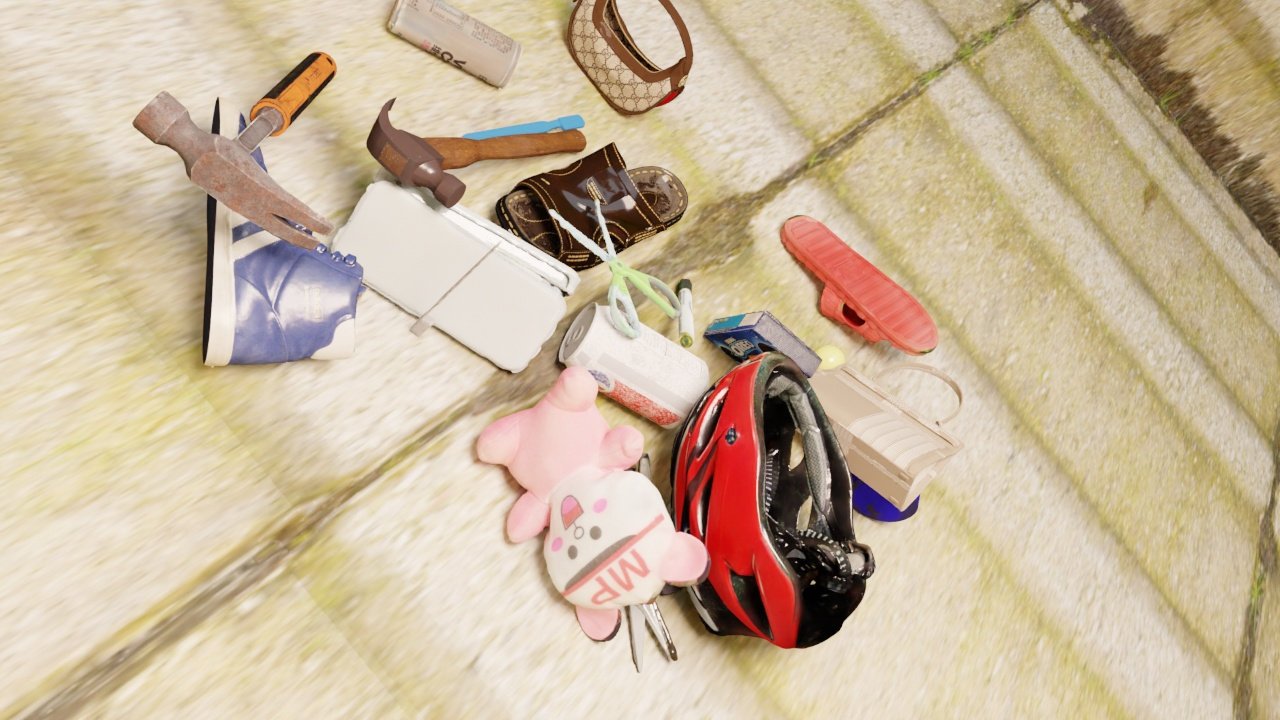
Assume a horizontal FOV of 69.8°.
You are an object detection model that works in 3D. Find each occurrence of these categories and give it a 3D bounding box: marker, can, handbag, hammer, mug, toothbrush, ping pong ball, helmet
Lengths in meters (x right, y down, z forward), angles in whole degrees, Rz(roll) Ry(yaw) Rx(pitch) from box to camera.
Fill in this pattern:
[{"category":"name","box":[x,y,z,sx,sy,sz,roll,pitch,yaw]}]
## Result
[{"category":"marker","box":[0.048,-0.052,0.977,0.017,0.017,0.146,35,24,-16]},{"category":"can","box":[-0.197,-0.345,0.978,0.135,0.054,0.054,23,53,-26]},{"category":"handbag","box":[0.284,0.053,1.027,0.197,0.062,0.176,-27,51,-34]},{"category":"hammer","box":[-0.140,-0.208,0.896,0.115,0.033,0.322,42,28,9]},{"category":"can","box":[-0.005,0.005,0.901,0.136,0.078,0.078,31,50,-19]},{"category":"mug","box":[0.266,0.121,1.047,0.111,0.079,0.083,18,49,7]},{"category":"toothbrush","box":[-0.151,-0.056,0.755,0.010,0.182,0.010,38,53,-17]},{"category":"ping pong ball","box":[0.226,0.001,1.104,0.040,0.040,0.040,18,55,-28]},{"category":"helmet","box":[0.117,0.127,0.853,0.217,0.167,0.271,22,60,-53]},{"category":"hammer","box":[-0.286,-0.195,0.749,0.138,0.035,0.313,43,19,-25]},{"category":"toothbrush","box":[-0.128,-0.251,1.007,0.166,0.014,0.016,-22,79,-38]},{"category":"handbag","box":[-0.010,-0.379,1.080,0.166,0.139,0.063,52,45,1]}]

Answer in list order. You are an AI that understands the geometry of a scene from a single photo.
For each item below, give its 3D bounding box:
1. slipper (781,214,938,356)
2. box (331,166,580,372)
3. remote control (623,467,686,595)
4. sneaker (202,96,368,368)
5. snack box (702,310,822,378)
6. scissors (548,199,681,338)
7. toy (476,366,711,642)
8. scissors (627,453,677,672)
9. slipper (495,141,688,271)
[{"category":"slipper","box":[0.270,-0.086,1.177,0.249,0.059,0.103,45,46,15]},{"category":"box","box":[-0.174,-0.074,0.836,0.215,0.107,0.124,28,77,-17]},{"category":"remote control","box":[0.011,0.160,0.870,0.046,0.009,0.124,-15,74,-41]},{"category":"sneaker","box":[-0.284,-0.103,0.745,0.118,0.092,0.232,5,63,-30]},{"category":"snack box","box":[0.125,-0.015,0.969,0.082,0.150,0.027,38,79,-10]},{"category":"scissors","box":[-0.023,-0.088,0.888,0.171,0.023,0.167,35,41,-21]},{"category":"toy","box":[-0.042,0.121,0.784,0.213,0.142,0.084,56,9,14]},{"category":"scissors","box":[-0.013,0.170,0.835,0.187,0.015,0.178,34,61,-6]},{"category":"slipper","box":[-0.036,-0.170,0.981,0.267,0.076,0.113,-22,79,-43]}]
